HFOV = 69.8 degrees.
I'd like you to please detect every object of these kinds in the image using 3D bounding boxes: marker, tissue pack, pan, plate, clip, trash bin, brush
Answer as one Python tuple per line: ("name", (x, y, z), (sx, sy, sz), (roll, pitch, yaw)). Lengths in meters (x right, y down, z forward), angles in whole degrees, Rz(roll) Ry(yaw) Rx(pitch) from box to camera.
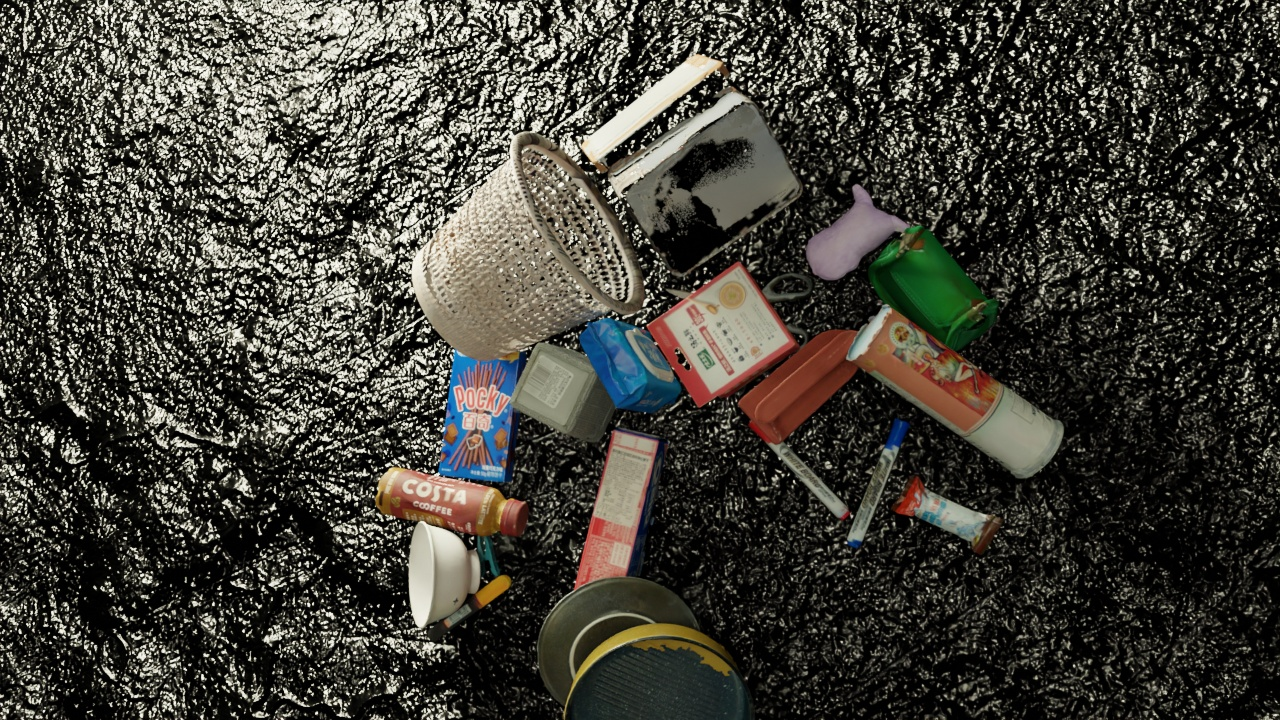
("marker", (0.174, 0.117, 1.008), (0.017, 0.017, 0.145), (-44, 76, 4))
("marker", (0.255, 0.132, 0.987), (0.017, 0.017, 0.145), (22, 89, 15))
("marker", (-0.201, 0.290, 1.075), (0.124, 0.015, 0.018), (-38, 79, 9))
("tissue pack", (-0.006, 0.006, 0.993), (0.052, 0.157, 0.095), (-35, 73, 14))
("pan", (0.092, 0.406, 0.955), (0.357, 0.078, 0.198), (24, 100, -8))
("plate", (-0.021, 0.316, 0.983), (0.179, 0.024, 0.179), (-2, 106, -6))
("clip", (-0.181, 0.227, 1.077), (0.049, 0.015, 0.057), (-14, 82, 13))
("trash bin", (-0.136, -0.106, 1.020), (0.192, 0.227, 0.227), (-30, 77, 20))
("brush", (0.179, 0.021, 0.984), (0.146, 0.069, 0.063), (-41, 77, -3))

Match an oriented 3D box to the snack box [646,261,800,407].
("snack box", (0.092, -0.026, 1.021), (0.127, 0.044, 0.113), (-34, 77, 12))

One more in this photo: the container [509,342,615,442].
("container", (-0.082, 0.035, 1.026), (0.090, 0.114, 0.090), (25, 89, 14))

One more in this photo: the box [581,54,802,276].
("box", (0.048, -0.229, 1.048), (0.183, 0.192, 0.157), (-34, 119, 7))

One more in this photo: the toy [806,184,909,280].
("toy", (0.229, -0.136, 1.015), (0.108, 0.039, 0.084), (-44, 62, 9))

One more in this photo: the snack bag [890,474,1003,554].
("snack bag", (0.321, 0.162, 0.964), (0.104, 0.026, 0.048), (29, 102, 15))

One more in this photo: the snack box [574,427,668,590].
("snack box", (-0.021, 0.181, 1.024), (0.058, 0.057, 0.207), (13, 87, 16))

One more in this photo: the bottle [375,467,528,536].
("bottle", (-0.218, 0.168, 1.071), (0.175, 0.057, 0.057), (9, 85, 14))

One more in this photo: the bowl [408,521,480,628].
("bowl", (-0.221, 0.243, 1.052), (0.064, 0.118, 0.118), (2, 82, -26))

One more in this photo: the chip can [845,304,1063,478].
("chip can", (0.315, 0.031, 0.928), (0.214, 0.071, 0.071), (34, 91, -2))

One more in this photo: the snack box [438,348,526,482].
("snack box", (-0.188, 0.063, 1.092), (0.085, 0.026, 0.157), (5, 84, 14))

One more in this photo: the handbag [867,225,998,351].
("handbag", (0.302, -0.073, 0.949), (0.068, 0.120, 0.131), (-37, 75, 0))

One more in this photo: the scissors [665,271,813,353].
("scissors", (0.118, -0.056, 1.044), (0.159, 0.014, 0.170), (-41, 75, 6))
